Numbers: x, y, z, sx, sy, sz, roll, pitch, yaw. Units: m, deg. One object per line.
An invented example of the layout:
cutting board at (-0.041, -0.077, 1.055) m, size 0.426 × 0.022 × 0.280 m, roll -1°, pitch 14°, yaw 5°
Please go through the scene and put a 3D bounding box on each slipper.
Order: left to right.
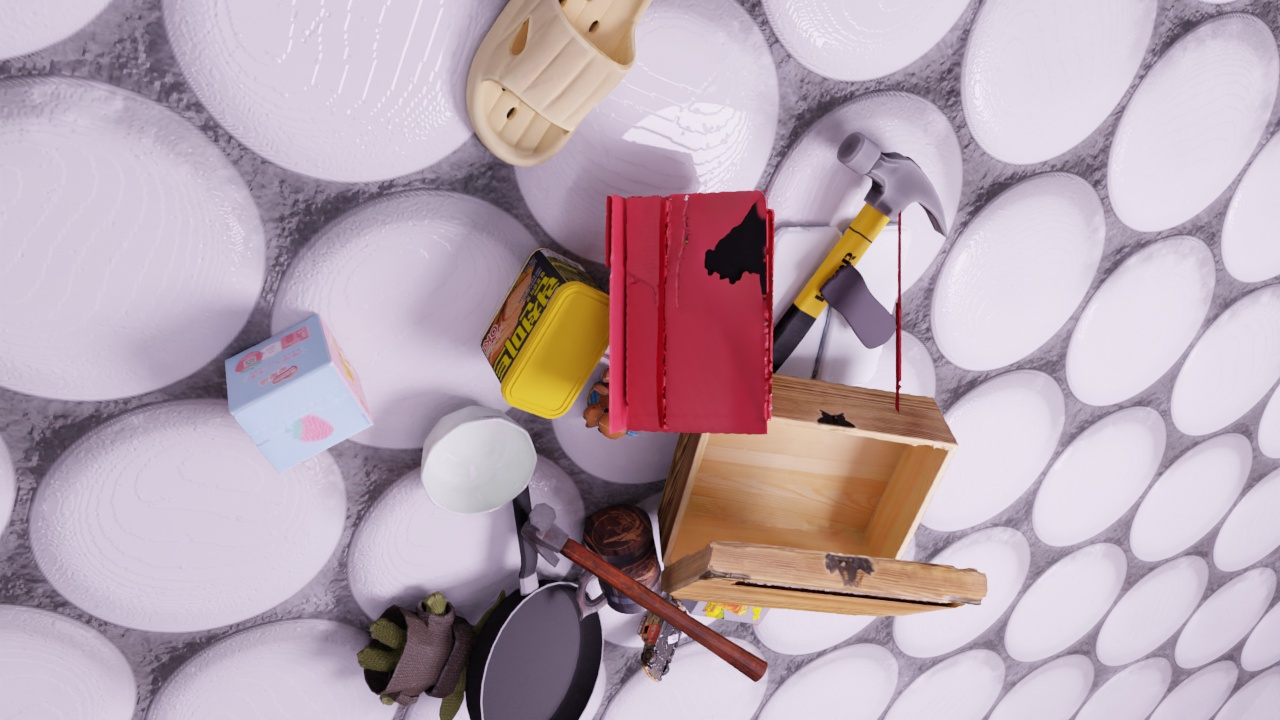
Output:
slipper at (-0.050, -0.277, 0.761) m, size 0.111 × 0.079 × 0.262 m, roll 28°, pitch 104°, yaw -32°

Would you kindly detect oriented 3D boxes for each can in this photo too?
can at (-0.088, -0.029, 0.874) m, size 0.072 × 0.101 × 0.131 m, roll 23°, pitch 107°, yaw -34°

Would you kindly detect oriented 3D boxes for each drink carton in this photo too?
drink carton at (0.117, 0.302, 1.208) m, size 0.124 × 0.048 × 0.076 m, roll 18°, pitch 109°, yaw -33°

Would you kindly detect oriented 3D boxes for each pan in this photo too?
pan at (-0.129, 0.284, 1.050) m, size 0.203 × 0.044 × 0.356 m, roll -24°, pitch 113°, yaw -49°

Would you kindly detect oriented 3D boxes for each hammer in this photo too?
hammer at (0.004, 0.253, 0.981) m, size 0.300 × 0.111 × 0.028 m, roll 33°, pitch 65°, yaw 0°
hammer at (0.201, -0.077, 1.003) m, size 0.169 × 0.034 × 0.325 m, roll 25°, pitch 109°, yaw -31°

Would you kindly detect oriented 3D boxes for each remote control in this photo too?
remote control at (0.242, -0.057, 1.008) m, size 0.046 × 0.009 × 0.124 m, roll -42°, pitch 126°, yaw 9°

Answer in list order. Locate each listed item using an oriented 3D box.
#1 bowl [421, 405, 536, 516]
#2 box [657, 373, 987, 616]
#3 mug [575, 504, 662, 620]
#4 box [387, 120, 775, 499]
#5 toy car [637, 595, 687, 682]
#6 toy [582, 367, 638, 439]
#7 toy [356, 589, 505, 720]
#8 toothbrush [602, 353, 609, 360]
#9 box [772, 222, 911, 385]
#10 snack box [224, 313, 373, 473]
bowl at (-0.170, 0.094, 0.934) m, size 0.117 × 0.061 × 0.118 m, roll -12°, pitch 123°, yaw -20°
box at (0.174, 0.197, 0.983) m, size 0.279 × 0.263 × 0.270 m, roll 8°, pitch 124°, yaw -10°
mug at (-0.033, 0.243, 1.078) m, size 0.115 × 0.080 × 0.107 m, roll -27°, pitch 128°, yaw -18°
box at (-0.029, -0.038, 0.720) m, size 0.466 × 0.138 × 0.214 m, roll -2°, pitch 94°, yaw -51°
toy car at (0.022, 0.357, 1.190) m, size 0.047 × 0.047 × 0.111 m, roll 51°, pitch 50°, yaw -36°
toy at (-0.011, 0.057, 0.966) m, size 0.103 × 0.090 × 0.071 m, roll 16°, pitch 112°, yaw -10°
toy at (-0.238, 0.328, 1.032) m, size 0.152 × 0.078 × 0.179 m, roll 23°, pitch 93°, yaw -39°
toothbrush at (-0.006, 0.006, 0.991) m, size 0.184 × 0.015 × 0.016 m, roll 28°, pitch 101°, yaw -36°
box at (0.214, -0.057, 1.050) m, size 0.189 × 0.037 × 0.209 m, roll -5°, pitch 120°, yaw -27°
snack box at (-0.301, 0.028, 0.810) m, size 0.093 × 0.094 × 0.079 m, roll -29°, pitch 127°, yaw -9°
